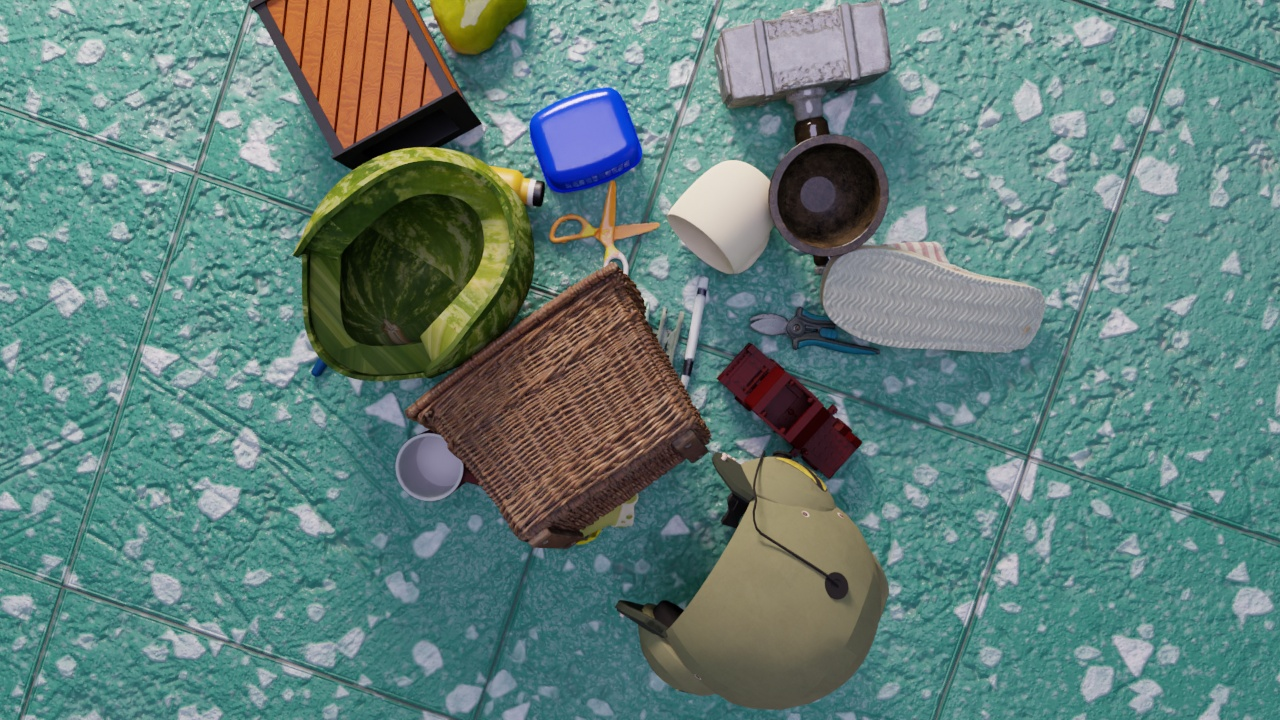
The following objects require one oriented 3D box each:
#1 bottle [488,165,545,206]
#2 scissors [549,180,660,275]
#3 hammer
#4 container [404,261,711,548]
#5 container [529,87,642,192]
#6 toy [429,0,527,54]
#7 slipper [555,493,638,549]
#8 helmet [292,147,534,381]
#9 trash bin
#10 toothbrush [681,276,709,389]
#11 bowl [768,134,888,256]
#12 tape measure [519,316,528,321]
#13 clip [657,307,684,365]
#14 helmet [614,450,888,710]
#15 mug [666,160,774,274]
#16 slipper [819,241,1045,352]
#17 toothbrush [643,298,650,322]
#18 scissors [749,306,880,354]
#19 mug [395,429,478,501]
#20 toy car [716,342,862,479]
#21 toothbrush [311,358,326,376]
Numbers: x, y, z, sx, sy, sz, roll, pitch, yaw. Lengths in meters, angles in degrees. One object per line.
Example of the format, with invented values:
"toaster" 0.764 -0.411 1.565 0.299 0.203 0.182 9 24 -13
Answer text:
"bottle" -0.179 -0.196 1.018 0.143 0.043 0.043 9 92 0
"scissors" -0.039 -0.137 1.034 0.125 0.011 0.131 -10 93 2
"hammer" 0.192 -0.214 1.003 0.177 0.079 0.326 -10 97 1
"container" -0.061 0.060 0.910 0.250 0.162 0.183 -36 74 2
"container" -0.061 -0.244 1.008 0.114 0.058 0.096 -20 91 1
"toy" -0.173 -0.392 1.008 0.110 0.051 0.090 -26 94 -1
"slipper" -0.038 0.145 1.016 0.190 0.091 0.081 -37 123 6
"helmet" -0.222 -0.096 0.925 0.213 0.248 0.242 42 63 -10
"trash bin" -0.281 -0.309 0.967 0.140 0.139 0.172 -28 91 1
"toothbrush" 0.057 -0.003 1.035 0.012 0.017 0.187 9 92 -27
"bowl" 0.189 -0.171 0.950 0.121 0.056 0.121 0 103 -1
"tape measure" -0.096 -0.025 1.030 0.059 0.030 0.068 -21 92 3
"clip" 0.030 -0.021 1.032 0.044 0.023 0.076 12 94 -2
"helmet" 0.123 0.226 0.911 0.233 0.255 0.250 33 93 3
"mug" 0.103 -0.155 0.996 0.099 0.096 0.120 -49 129 -6
"slipper" 0.316 -0.070 1.000 0.262 0.052 0.115 10 109 -14
"toothbrush" -0.006 0.006 1.037 0.022 0.015 0.155 9 91 -30
"scissors" 0.201 -0.028 1.031 0.133 0.019 0.146 -36 92 1
"mug" -0.207 0.116 1.008 0.106 0.082 0.073 18 92 0
"toy car" 0.167 0.057 1.012 0.170 0.062 0.070 42 92 -1
"toothbrush" -0.324 -0.052 1.039 0.014 0.014 0.168 34 91 -5
